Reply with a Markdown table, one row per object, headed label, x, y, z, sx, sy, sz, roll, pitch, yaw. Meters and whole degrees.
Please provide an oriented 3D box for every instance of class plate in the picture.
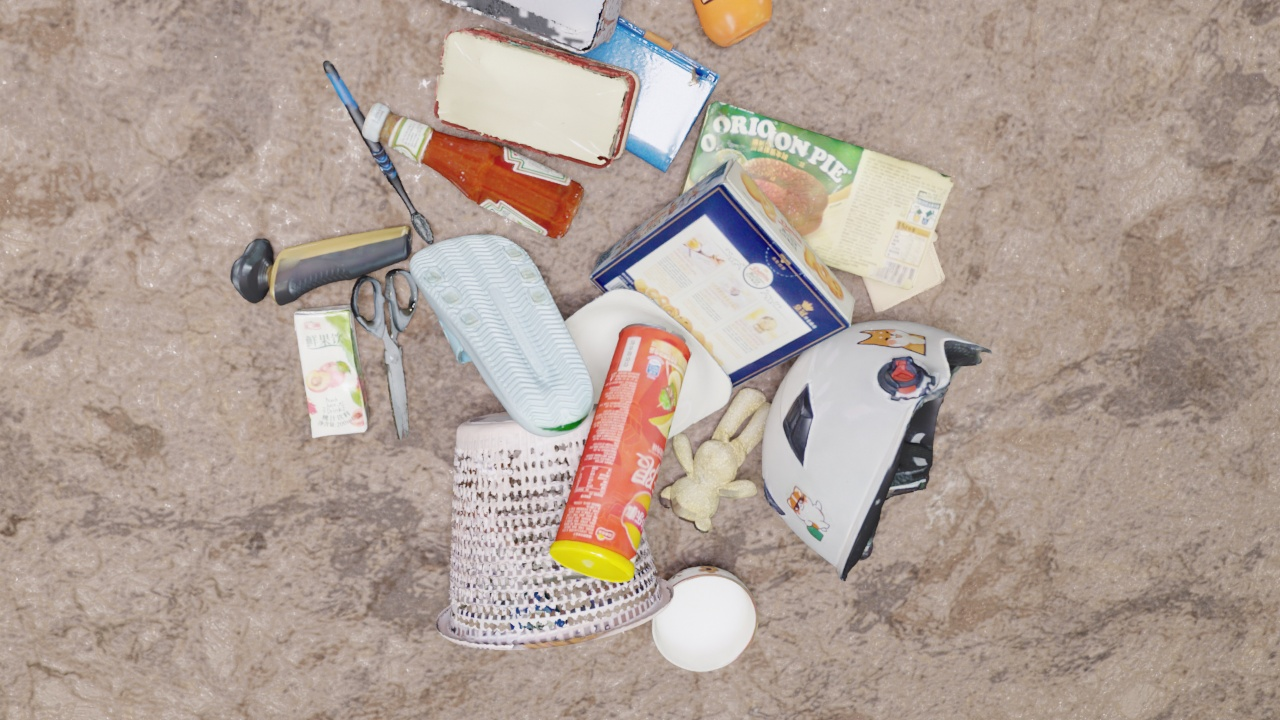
| label | x | y | z | sx | sy | sz | roll | pitch | yaw |
| --- | --- | --- | --- | --- | --- | --- | --- | --- | --- |
| plate | -0.005 | 0.005 | 0.898 | 0.164 | 0.034 | 0.164 | 45 | 129 | -16 |

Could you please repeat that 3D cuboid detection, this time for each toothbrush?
| label | x | y | z | sx | sy | sz | roll | pitch | yaw |
| --- | --- | --- | --- | --- | --- | --- | --- | --- | --- |
| toothbrush | -0.244 | -0.193 | 0.860 | 0.014 | 0.016 | 0.189 | -30 | 104 | -7 |

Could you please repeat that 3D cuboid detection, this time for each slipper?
| label | x | y | z | sx | sy | sz | roll | pitch | yaw |
| --- | --- | --- | --- | --- | --- | --- | --- | --- | --- |
| slipper | -0.122 | -0.024 | 0.840 | 0.103 | 0.074 | 0.245 | -25 | 61 | -21 |

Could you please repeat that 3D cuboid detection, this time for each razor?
| label | x | y | z | sx | sy | sz | roll | pitch | yaw |
| --- | --- | --- | --- | --- | --- | --- | --- | --- | --- |
| razor | -0.297 | -0.097 | 0.864 | 0.167 | 0.062 | 0.067 | -15 | 74 | -8 |

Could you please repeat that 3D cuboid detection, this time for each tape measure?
| label | x | y | z | sx | sy | sz | roll | pitch | yaw |
| --- | --- | --- | --- | --- | --- | --- | --- | --- | --- |
| tape measure | -0.114 | 0.275 | 0.985 | 0.054 | 0.025 | 0.058 | -34 | 107 | 4 |

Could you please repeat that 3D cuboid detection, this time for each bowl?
| label | x | y | z | sx | sy | sz | roll | pitch | yaw |
| --- | --- | --- | --- | --- | --- | --- | --- | --- | --- |
| bowl | 0.065 | 0.268 | 0.985 | 0.113 | 0.062 | 0.113 | -1 | 103 | -5 |

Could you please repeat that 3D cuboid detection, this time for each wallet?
| label | x | y | z | sx | sy | sz | roll | pitch | yaw |
| --- | --- | --- | --- | --- | --- | --- | --- | --- | --- |
| wallet | 0.259 | -0.117 | 0.932 | 0.087 | 0.024 | 0.115 | -26 | 104 | -1 |
| wallet | -0.007 | -0.254 | 0.859 | 0.133 | 0.040 | 0.106 | 29 | 100 | -4 |

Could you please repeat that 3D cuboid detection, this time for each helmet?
| label | x | y | z | sx | sy | sz | roll | pitch | yaw |
| --- | --- | --- | --- | --- | --- | --- | --- | --- | --- |
| helmet | 0.199 | 0.062 | 0.871 | 0.157 | 0.273 | 0.231 | 30 | 135 | 24 |

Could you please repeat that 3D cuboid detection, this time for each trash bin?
| label | x | y | z | sx | sy | sz | roll | pitch | yaw |
| --- | --- | --- | --- | --- | --- | --- | --- | --- | --- |
| trash bin | -0.090 | 0.145 | 0.873 | 0.227 | 0.227 | 0.192 | -7 | 92 | -5 |

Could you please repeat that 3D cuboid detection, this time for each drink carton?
| label | x | y | z | sx | sy | sz | roll | pitch | yaw |
| --- | --- | --- | --- | --- | --- | --- | --- | --- | --- |
| drink carton | -0.298 | 0.009 | 0.888 | 0.053 | 0.045 | 0.122 | -7 | 105 | -11 |

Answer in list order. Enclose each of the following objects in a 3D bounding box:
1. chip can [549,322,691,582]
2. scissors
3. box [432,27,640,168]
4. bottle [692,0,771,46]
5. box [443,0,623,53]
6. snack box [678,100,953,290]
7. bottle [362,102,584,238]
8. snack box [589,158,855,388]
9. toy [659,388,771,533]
| label | x | y | z | sx | sy | sz | roll | pitch | yaw |
| --- | --- | --- | --- | --- | --- | --- | --- | --- | --- |
| chip can | -0.014 | 0.075 | 0.785 | 0.073 | 0.073 | 0.216 | 21 | 64 | -11 |
| scissors | -0.235 | -0.007 | 0.903 | 0.135 | 0.014 | 0.175 | -51 | 132 | -18 |
| box | -0.092 | -0.234 | 0.811 | 0.168 | 0.079 | 0.091 | 16 | 112 | 2 |
| bottle | 0.063 | -0.364 | 0.832 | 0.067 | 0.066 | 0.149 | -28 | 98 | 1 |
| box | -0.073 | -0.409 | 0.766 | 0.179 | 0.126 | 0.274 | 21 | 96 | 1 |
| snack box | 0.161 | -0.156 | 0.877 | 0.240 | 0.063 | 0.114 | 16 | 101 | -3 |
| bottle | -0.155 | -0.179 | 0.852 | 0.206 | 0.059 | 0.060 | 23 | 100 | -11 |
| snack box | 0.075 | -0.067 | 0.861 | 0.183 | 0.045 | 0.178 | -31 | 112 | 38 |
| toy | 0.085 | 0.101 | 0.952 | 0.105 | 0.066 | 0.157 | 36 | 94 | 19 |
